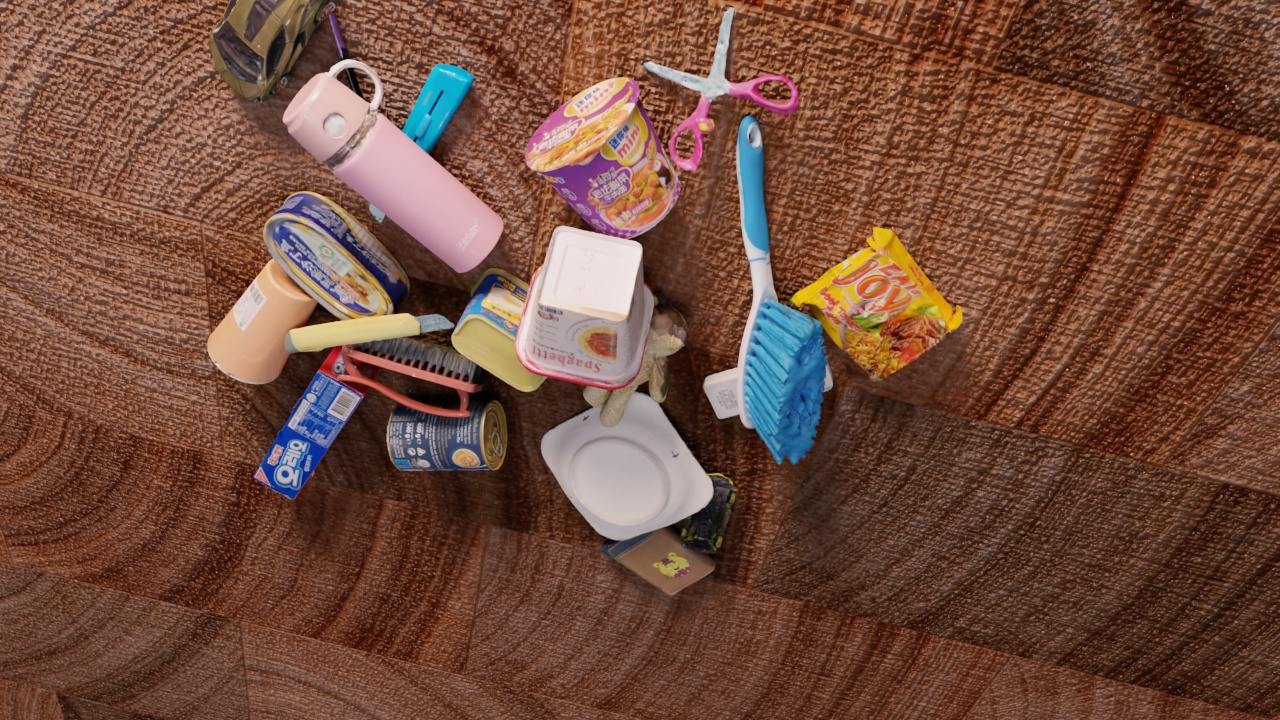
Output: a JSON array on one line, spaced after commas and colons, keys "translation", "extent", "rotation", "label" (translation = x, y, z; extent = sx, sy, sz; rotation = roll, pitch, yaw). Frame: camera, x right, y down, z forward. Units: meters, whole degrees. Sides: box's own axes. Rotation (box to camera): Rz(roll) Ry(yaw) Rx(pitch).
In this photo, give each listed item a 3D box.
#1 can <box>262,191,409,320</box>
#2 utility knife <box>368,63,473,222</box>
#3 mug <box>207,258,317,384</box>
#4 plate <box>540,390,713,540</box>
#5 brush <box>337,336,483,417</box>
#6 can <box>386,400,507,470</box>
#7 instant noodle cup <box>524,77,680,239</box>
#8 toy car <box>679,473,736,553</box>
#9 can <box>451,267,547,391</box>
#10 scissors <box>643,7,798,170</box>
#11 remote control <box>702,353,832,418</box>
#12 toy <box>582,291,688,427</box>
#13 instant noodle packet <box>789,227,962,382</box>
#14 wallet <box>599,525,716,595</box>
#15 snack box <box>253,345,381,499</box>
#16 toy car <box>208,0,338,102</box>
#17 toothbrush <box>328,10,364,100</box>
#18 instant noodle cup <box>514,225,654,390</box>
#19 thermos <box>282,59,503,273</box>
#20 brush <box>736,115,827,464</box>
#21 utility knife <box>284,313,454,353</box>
[{"translation": [-0.293, -0.095, 0.891], "extent": [0.075, 0.049, 0.148], "rotation": [-30, 117, 28], "label": "can"}, {"translation": [-0.204, -0.191, 0.824], "extent": [0.034, 0.018, 0.183], "rotation": [32, 127, -15], "label": "utility knife"}, {"translation": [-0.377, -0.044, 0.932], "extent": [0.078, 0.078, 0.123], "rotation": [35, 120, -16], "label": "mug"}, {"translation": [-0.020, 0.126, 1.000], "extent": [0.164, 0.034, 0.164], "rotation": [-28, 106, 26], "label": "plate"}, {"translation": [-0.237, 0.012, 0.943], "extent": [0.146, 0.063, 0.069], "rotation": [17, 90, -1], "label": "brush"}, {"translation": [-0.209, 0.081, 0.992], "extent": [0.111, 0.075, 0.075], "rotation": [-2, 126, 11], "label": "can"}, {"translation": [-0.025, -0.161, 0.766], "extent": [0.112, 0.111, 0.099], "rotation": [-20, 130, 22], "label": "instant noodle cup"}, {"translation": [0.076, 0.171, 1.038], "extent": [0.048, 0.032, 0.105], "rotation": [13, 116, 0], "label": "toy car"}, {"translation": [-0.125, -0.029, 0.890], "extent": [0.102, 0.083, 0.057], "rotation": [33, 125, -15], "label": "can"}, {"translation": [0.063, -0.217, 0.749], "extent": [0.134, 0.017, 0.133], "rotation": [18, 116, 12], "label": "scissors"}, {"translation": [0.129, 0.024, 0.923], "extent": [0.125, 0.024, 0.049], "rotation": [-16, 121, 21], "label": "remote control"}, {"translation": [-0.005, 0.005, 0.912], "extent": [0.105, 0.066, 0.158], "rotation": [56, 129, 24], "label": "toy"}, {"translation": [0.218, -0.048, 0.843], "extent": [0.111, 0.044, 0.128], "rotation": [-38, 112, 26], "label": "instant noodle packet"}, {"translation": [0.020, 0.232, 1.094], "extent": [0.115, 0.033, 0.090], "rotation": [38, 123, -22], "label": "wallet"}, {"translation": [-0.363, 0.072, 1.023], "extent": [0.057, 0.058, 0.208], "rotation": [32, 125, -15], "label": "snack box"}, {"translation": [-0.308, -0.278, 0.757], "extent": [0.070, 0.042, 0.159], "rotation": [43, 125, -7], "label": "toy car"}, {"translation": [-0.241, -0.219, 0.801], "extent": [0.017, 0.014, 0.189], "rotation": [-3, 119, 15], "label": "toothbrush"}, {"translation": [-0.046, -0.049, 0.799], "extent": [0.116, 0.116, 0.124], "rotation": [13, 157, -1], "label": "instant noodle cup"}, {"translation": [-0.205, -0.167, 0.794], "extent": [0.087, 0.067, 0.198], "rotation": [-50, 123, -3], "label": "thermos"}, {"translation": [0.118, -0.052, 0.821], "extent": [0.060, 0.109, 0.315], "rotation": [-21, 130, -27], "label": "brush"}, {"translation": [-0.269, -0.027, 0.894], "extent": [0.184, 0.019, 0.031], "rotation": [-4, 130, 17], "label": "utility knife"}]
